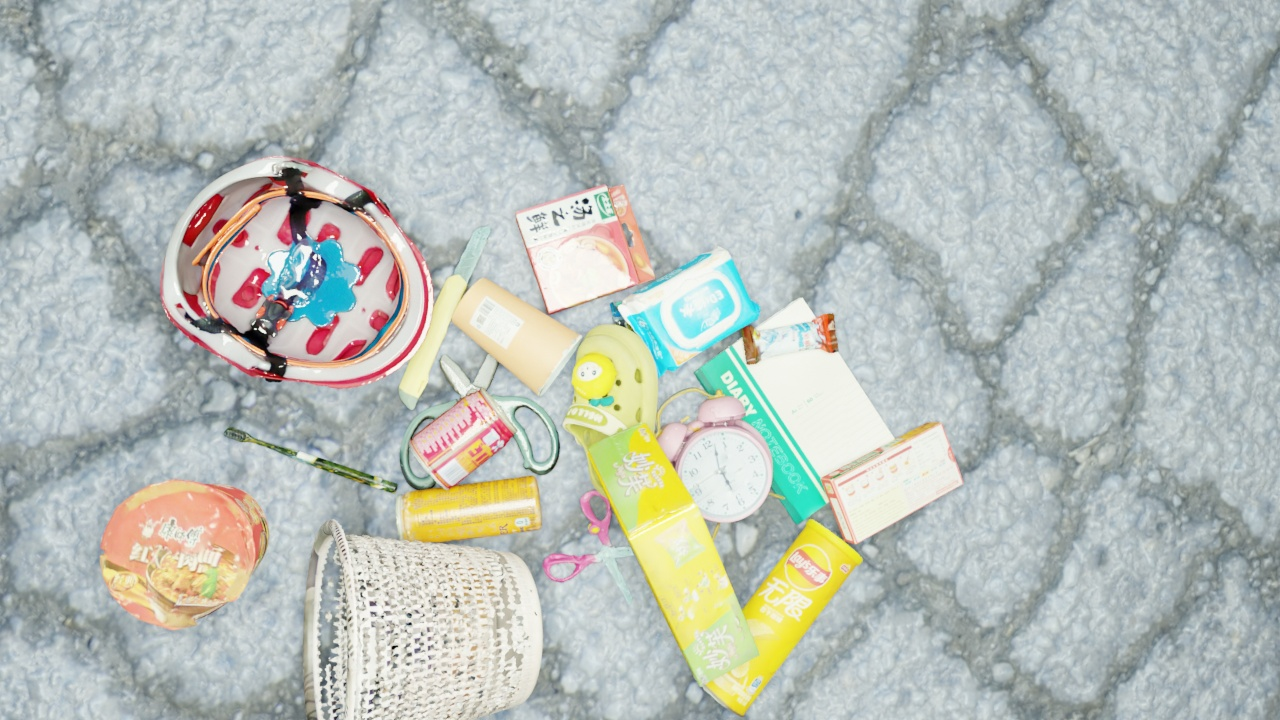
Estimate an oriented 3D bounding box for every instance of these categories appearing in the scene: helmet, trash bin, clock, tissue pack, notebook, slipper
[{"bbox_3d":[-0.329,-0.080,0.909,0.240,0.144,0.207,31,86,-19],"label":"helmet"},{"bbox_3d":[-0.207,0.264,0.880,0.191,0.228,0.227,3,88,-29],"label":"trash bin"},{"bbox_3d":[0.077,0.103,0.984,0.117,0.060,0.158,-31,92,0],"label":"clock"},{"bbox_3d":[0.053,-0.053,0.979,0.140,0.063,0.090,-31,100,-12],"label":"tissue pack"},{"bbox_3d":[0.176,0.056,1.026,0.150,0.012,0.209,-34,93,-5],"label":"notebook"},{"bbox_3d":[-0.034,0.059,0.951,0.092,0.081,0.190,3,100,32],"label":"slipper"}]

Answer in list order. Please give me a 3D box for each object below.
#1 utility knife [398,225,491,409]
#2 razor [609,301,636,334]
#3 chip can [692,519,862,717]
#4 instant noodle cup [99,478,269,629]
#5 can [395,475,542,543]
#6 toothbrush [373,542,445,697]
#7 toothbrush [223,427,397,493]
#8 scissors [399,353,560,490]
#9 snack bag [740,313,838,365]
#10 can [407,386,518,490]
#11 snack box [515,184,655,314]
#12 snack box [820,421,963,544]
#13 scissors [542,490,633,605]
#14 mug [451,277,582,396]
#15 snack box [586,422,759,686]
[{"bbox_3d":[-0.210,-0.049,0.978,0.031,0.022,0.213,23,93,14],"label":"utility knife"},{"bbox_3d":[-0.006,0.006,1.000,0.042,0.022,0.142,-10,87,-36],"label":"razor"},{"bbox_3d":[0.147,0.275,0.988,0.072,0.072,0.213,40,85,-4],"label":"chip can"},{"bbox_3d":[-0.437,0.179,0.904,0.138,0.108,0.138,0,89,-7],"label":"instant noodle cup"},{"bbox_3d":[-0.177,0.158,0.960,0.146,0.058,0.058,-7,90,-6],"label":"can"},{"bbox_3d":[-0.243,0.267,0.972,0.014,0.016,0.189,24,85,-10],"label":"toothbrush"},{"bbox_3d":[-0.345,0.105,0.962,0.186,0.017,0.012,20,84,-6],"label":"toothbrush"},{"bbox_3d":[-0.182,0.082,0.981,0.179,0.019,0.170,-41,95,-4],"label":"scissors"},{"bbox_3d":[0.164,-0.023,1.005,0.104,0.026,0.048,-6,78,-6],"label":"snack bag"},{"bbox_3d":[-0.180,0.079,0.938,0.093,0.066,0.066,-39,93,-5],"label":"can"},{"bbox_3d":[-0.057,-0.122,0.985,0.127,0.044,0.113,-19,91,-7],"label":"snack box"},{"bbox_3d":[0.278,0.133,1.009,0.155,0.027,0.077,-23,96,-19],"label":"snack box"},{"bbox_3d":[-0.044,0.210,0.996,0.135,0.017,0.133,-25,95,-9],"label":"scissors"},{"bbox_3d":[-0.132,-0.028,0.962,0.123,0.078,0.078,35,85,0],"label":"mug"},{"bbox_3d":[0.030,0.187,0.897,0.070,0.157,0.210,-26,120,-5],"label":"snack box"}]
